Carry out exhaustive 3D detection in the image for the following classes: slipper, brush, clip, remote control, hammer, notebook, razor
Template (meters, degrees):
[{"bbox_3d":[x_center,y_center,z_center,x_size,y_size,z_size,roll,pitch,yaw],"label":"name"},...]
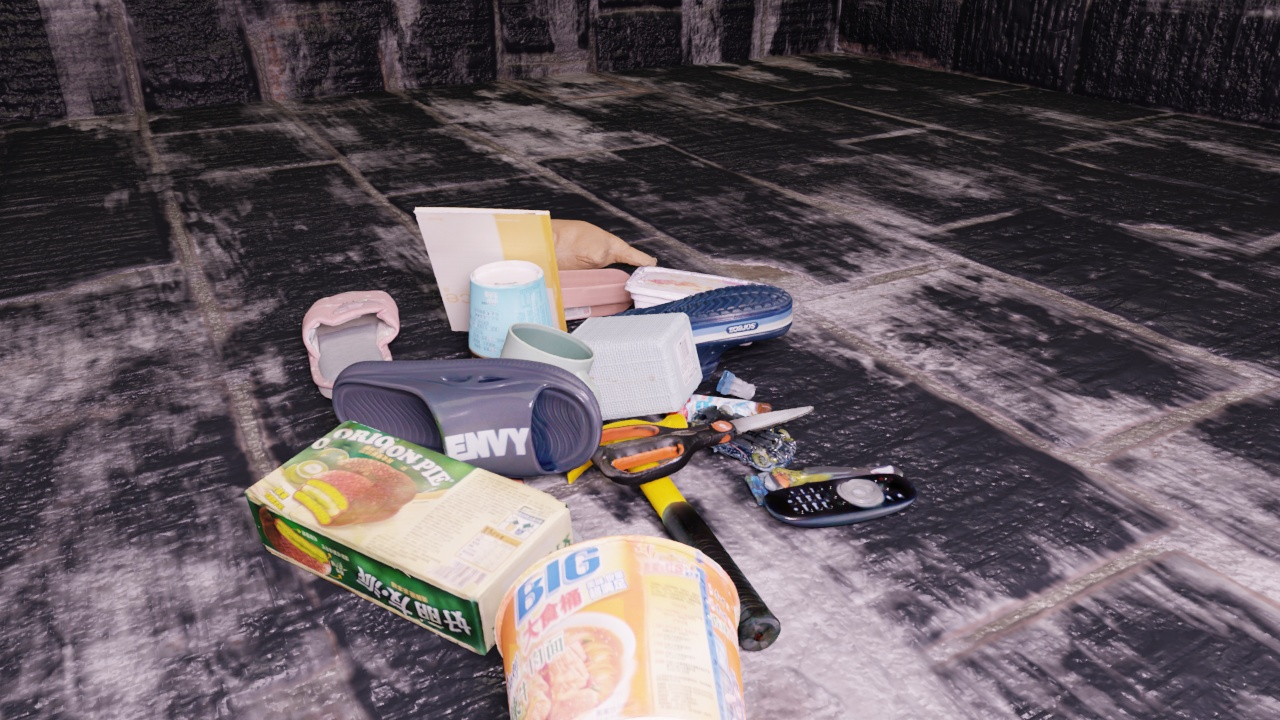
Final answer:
[{"bbox_3d":[-0.162,0.061,0.787,0.268,0.111,0.083,4,32,20],"label":"slipper"},{"bbox_3d":[-0.068,-0.083,1.151,0.145,0.063,0.073,-6,10,-26],"label":"brush"},{"bbox_3d":[0.099,0.028,0.956,0.028,0.024,0.057,23,0,35],"label":"clip"},{"bbox_3d":[0.170,0.122,0.781,0.136,0.024,0.053,-6,25,-15],"label":"remote control"},{"bbox_3d":[0.030,0.129,0.758,0.128,0.033,0.300,-10,28,-19],"label":"hammer"},{"bbox_3d":[-0.338,-0.035,1.067,0.114,0.054,0.274,-8,27,-15],"label":"slipper"},{"bbox_3d":[-0.164,-0.097,1.047,0.146,0.207,0.010,2,54,3],"label":"notebook"},{"bbox_3d":[0.043,-0.016,0.994,0.253,0.095,0.104,-9,20,23],"label":"slipper"},{"bbox_3d":[0.168,0.105,0.820,0.142,0.022,0.042,-4,28,-8],"label":"razor"}]

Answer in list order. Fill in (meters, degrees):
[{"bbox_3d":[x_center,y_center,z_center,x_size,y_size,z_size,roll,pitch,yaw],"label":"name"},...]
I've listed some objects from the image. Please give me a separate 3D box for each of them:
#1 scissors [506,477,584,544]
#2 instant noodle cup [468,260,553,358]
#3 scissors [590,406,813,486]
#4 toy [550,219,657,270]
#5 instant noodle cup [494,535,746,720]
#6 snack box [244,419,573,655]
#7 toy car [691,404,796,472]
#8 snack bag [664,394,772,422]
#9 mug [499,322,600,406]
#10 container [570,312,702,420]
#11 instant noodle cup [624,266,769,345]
[{"bbox_3d":[-0.129,0.117,0.803,0.214,0.015,0.196,4,26,6],"label":"scissors"},{"bbox_3d":[-0.141,-0.042,1.006,0.111,0.121,0.111,0,26,0],"label":"instant noodle cup"},{"bbox_3d":[0.055,0.058,0.842,0.234,0.022,0.125,-23,34,-39],"label":"scissors"},{"bbox_3d":[-0.092,-0.158,1.302,0.225,0.083,0.143,-6,31,-18],"label":"toy"},{"bbox_3d":[-0.007,0.191,0.516,0.151,0.152,0.111,-3,34,-5],"label":"instant noodle cup"},{"bbox_3d":[-0.180,0.128,0.713,0.240,0.063,0.114,14,36,28],"label":"snack box"},{"bbox_3d":[0.095,0.075,0.868,0.106,0.031,0.048,24,35,29],"label":"toy car"},{"bbox_3d":[0.078,0.051,0.924,0.104,0.026,0.048,7,35,13],"label":"snack bag"},{"bbox_3d":[-0.087,0.035,0.850,0.112,0.106,0.082,29,18,29],"label":"mug"},{"bbox_3d":[-0.005,0.005,0.916,0.112,0.090,0.090,-5,22,24],"label":"container"},{"bbox_3d":[0.071,-0.064,1.097,0.173,0.060,0.137,11,17,6],"label":"instant noodle cup"}]
